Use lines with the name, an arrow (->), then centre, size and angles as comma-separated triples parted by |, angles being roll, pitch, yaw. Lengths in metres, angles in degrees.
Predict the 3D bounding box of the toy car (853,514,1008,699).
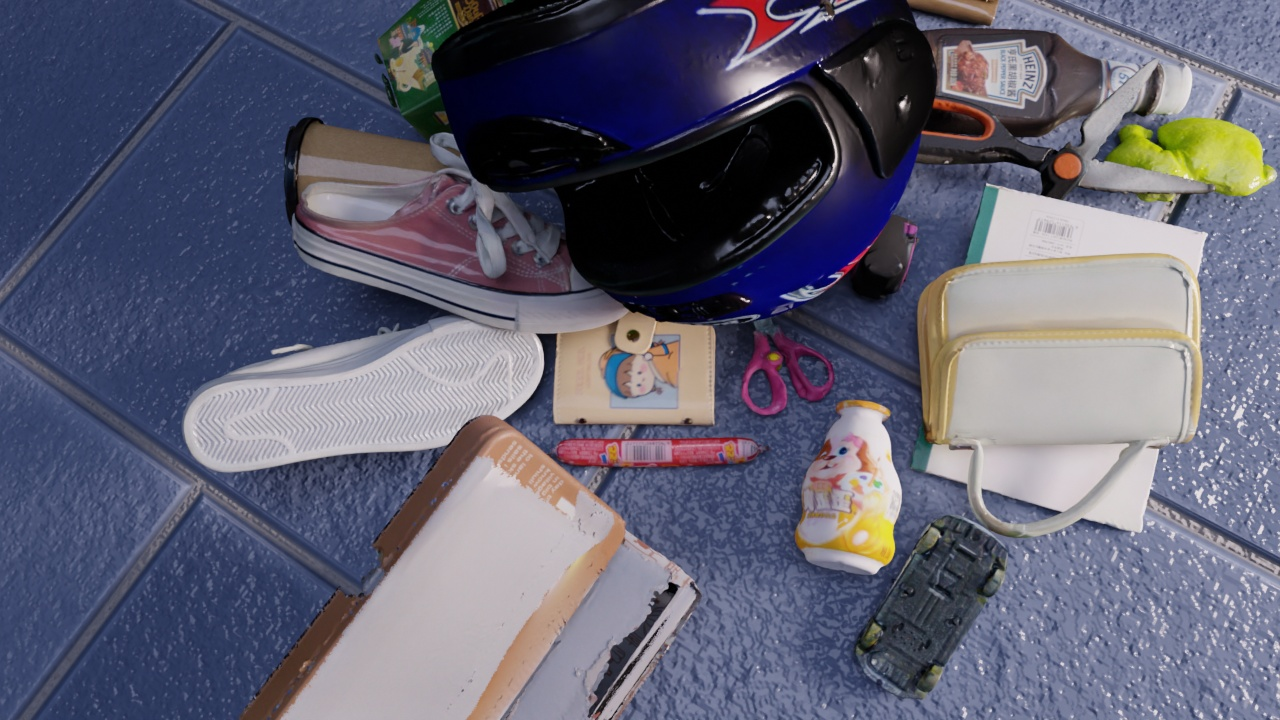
toy car -> 0.184, 0.156, 0.583 | 0.054, 0.037, 0.120 | 32, 87, 14

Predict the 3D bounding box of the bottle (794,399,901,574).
bottle -> 0.138, 0.082, 0.598 | 0.063, 0.063, 0.108 | 10, 72, 9

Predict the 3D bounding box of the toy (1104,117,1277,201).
toy -> 0.396, -0.147, 0.662 | 0.100, 0.031, 0.096 | -28, 58, -7

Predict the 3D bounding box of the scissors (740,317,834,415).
scissors -> 0.098, -0.028, 0.665 | 0.073, 0.017, 0.137 | -12, 67, 2

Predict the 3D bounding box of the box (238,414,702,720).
box -> -0.066, 0.155, 0.491 | 0.110, 0.260, 0.178 | 33, 77, 17

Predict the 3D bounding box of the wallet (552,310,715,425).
wallet -> -0.004, 0.004, 0.661 | 0.115, 0.024, 0.087 | 0, 76, 7

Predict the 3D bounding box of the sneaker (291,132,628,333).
sneaker -> -0.114, -0.088, 0.629 | 0.241, 0.088, 0.118 | 13, 37, -10

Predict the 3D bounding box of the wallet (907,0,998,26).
wallet -> 0.237, -0.320, 0.740 | 0.115, 0.033, 0.090 | 19, 73, 8

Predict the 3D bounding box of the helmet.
helmet -> 0.042, -0.138, 0.571 | 0.248, 0.240, 0.314 | -3, 31, 41

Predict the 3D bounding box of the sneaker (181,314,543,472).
sneaker -> -0.190, 0.022, 0.652 | 0.242, 0.091, 0.089 | -13, 100, -17

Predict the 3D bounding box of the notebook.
notebook -> 0.282, -0.006, 0.620 | 0.150, 0.012, 0.209 | 16, 84, 10

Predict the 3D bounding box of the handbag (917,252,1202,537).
handbag -> 0.266, 0.023, 0.585 | 0.163, 0.063, 0.178 | -1, 84, 11

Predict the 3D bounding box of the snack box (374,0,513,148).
snack box -> -0.131, -0.221, 0.711 | 0.106, 0.117, 0.118 | -25, 68, 10

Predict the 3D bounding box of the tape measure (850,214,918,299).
tape measure -> 0.173, -0.075, 0.649 | 0.039, 0.057, 0.057 | 14, 71, 7

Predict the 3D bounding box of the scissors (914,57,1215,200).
scissors -> 0.280, -0.129, 0.655 | 0.221, 0.021, 0.234 | 28, 90, 9

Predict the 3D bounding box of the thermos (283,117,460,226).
thermos -> -0.200, -0.134, 0.696 | 0.143, 0.093, 0.093 | 4, 72, -2

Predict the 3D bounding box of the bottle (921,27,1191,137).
bottle -> 0.302, -0.206, 0.686 | 0.195, 0.044, 0.079 | 5, 78, 7

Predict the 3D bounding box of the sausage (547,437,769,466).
sausage -> 0.012, 0.064, 0.640 | 0.156, 0.020, 0.020 | -1, 71, 6
